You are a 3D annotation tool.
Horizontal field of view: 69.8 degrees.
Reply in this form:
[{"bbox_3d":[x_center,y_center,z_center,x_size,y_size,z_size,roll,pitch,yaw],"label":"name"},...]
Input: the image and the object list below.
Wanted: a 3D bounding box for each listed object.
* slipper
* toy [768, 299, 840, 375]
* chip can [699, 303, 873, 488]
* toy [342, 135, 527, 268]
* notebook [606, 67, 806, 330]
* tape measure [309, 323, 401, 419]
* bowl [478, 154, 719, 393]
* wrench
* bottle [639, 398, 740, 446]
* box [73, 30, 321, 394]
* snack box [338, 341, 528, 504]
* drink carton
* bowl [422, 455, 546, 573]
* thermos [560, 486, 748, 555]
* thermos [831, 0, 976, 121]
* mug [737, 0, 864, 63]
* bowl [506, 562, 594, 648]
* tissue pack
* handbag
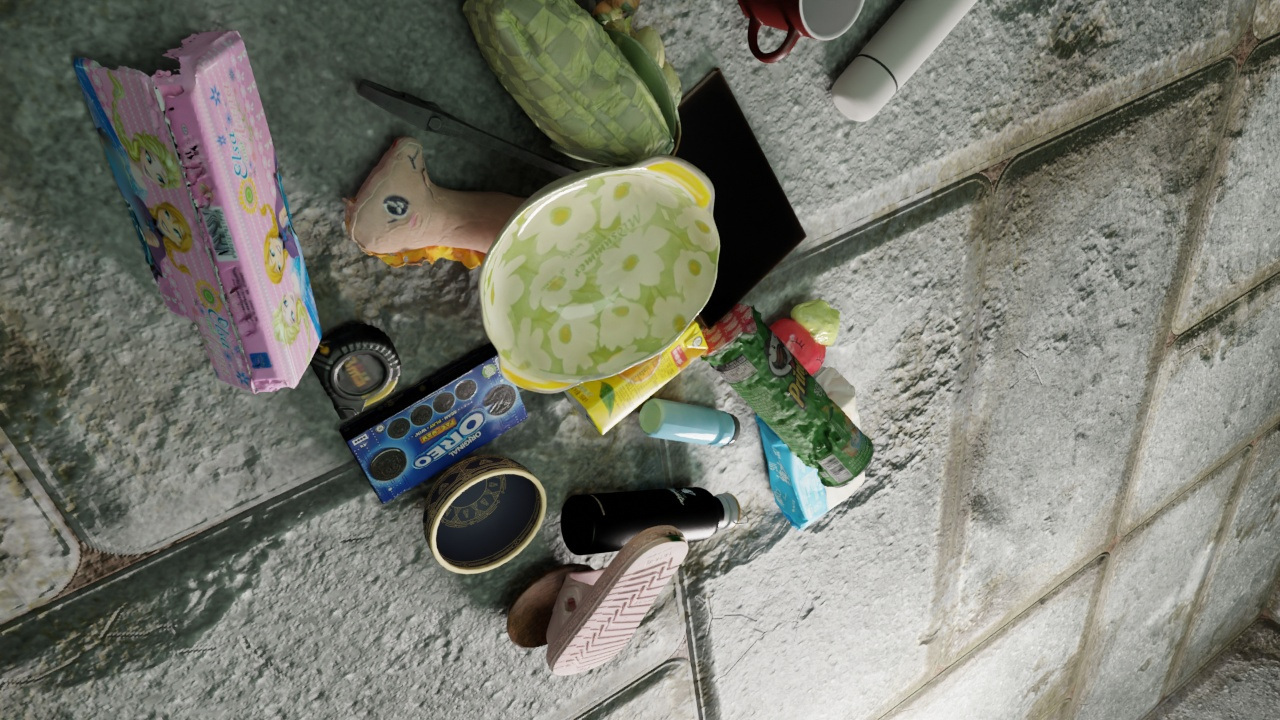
[{"bbox_3d":[-0.037,0.240,0.949,0.094,0.064,0.240,2,132,-40],"label":"slipper"},{"bbox_3d":[0.166,-0.008,0.999,0.135,0.045,0.091,-51,130,3],"label":"toy"},{"bbox_3d":[0.154,0.040,0.948,0.075,0.075,0.223,-47,112,-4],"label":"chip can"},{"bbox_3d":[-0.108,-0.074,0.744,0.263,0.065,0.196,-2,114,-34],"label":"toy"},{"bbox_3d":[0.067,-0.143,0.858,0.141,0.008,0.209,-44,130,-7],"label":"notebook"},{"bbox_3d":[-0.223,0.002,0.723,0.062,0.038,0.067,-26,127,-11],"label":"tape measure"},{"bbox_3d":[-0.037,-0.074,0.703,0.188,0.060,0.220,21,118,-38],"label":"bowl"},{"bbox_3d":[-0.091,-0.158,0.702,0.272,0.073,0.018,13,108,-44],"label":"wrench"},{"bbox_3d":[0.058,0.067,0.969,0.129,0.040,0.040,12,109,-41],"label":"bottle"},{"bbox_3d":[-0.290,-0.090,0.604,0.096,0.085,0.231,-2,123,1],"label":"box"},{"bbox_3d":[-0.176,0.055,0.796,0.150,0.027,0.082,-32,132,-17],"label":"snack box"},{"bbox_3d":[-0.005,0.005,0.871,0.134,0.058,0.043,-39,135,-11],"label":"drink carton"},{"bbox_3d":[-0.150,0.131,0.838,0.112,0.061,0.113,-20,129,-27],"label":"bowl"},{"bbox_3d":[0.026,0.170,0.994,0.230,0.061,0.061,2,115,-38],"label":"thermos"},{"bbox_3d":[0.269,-0.324,0.877,0.224,0.052,0.052,-49,134,-2],"label":"thermos"},{"bbox_3d":[0.124,-0.297,0.763,0.073,0.082,0.106,25,100,-43],"label":"mug"},{"bbox_3d":[-0.097,0.255,0.980,0.114,0.026,0.102,-23,129,-25],"label":"bowl"},{"bbox_3d":[0.206,0.110,1.089,0.116,0.066,0.209,-35,133,-16],"label":"tissue pack"},{"bbox_3d":[-0.038,-0.221,0.674,0.117,0.113,0.186,-53,134,-7],"label":"handbag"}]
